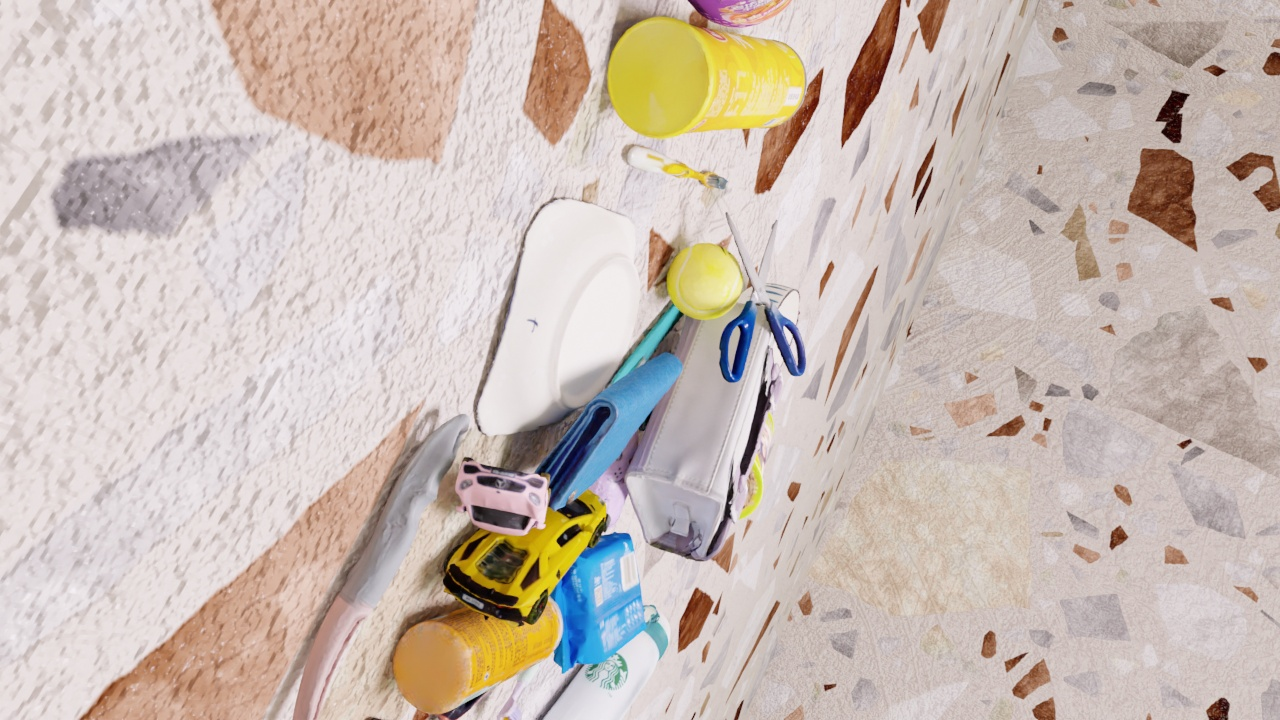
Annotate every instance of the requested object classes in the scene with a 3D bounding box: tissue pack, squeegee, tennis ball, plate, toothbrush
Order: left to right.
[{"bbox_3d":[-0.153,0.142,0.505,0.248,0.040,0.249,80,29,-75],"label":"squeegee"},{"bbox_3d":[-0.074,0.244,0.813,0.188,0.021,0.029,-54,161,-50],"label":"toothbrush"},{"bbox_3d":[-0.041,-0.024,0.629,0.163,0.034,0.164,-7,116,-67],"label":"plate"},{"bbox_3d":[-0.043,0.205,0.795,0.157,0.052,0.095,0,81,-70],"label":"tissue pack"},{"bbox_3d":[0.033,-0.147,0.713,0.191,0.018,0.016,-11,118,-66],"label":"toothbrush"},{"bbox_3d":[0.055,-0.067,0.781,0.065,0.065,0.066,-51,154,-38],"label":"tennis ball"}]

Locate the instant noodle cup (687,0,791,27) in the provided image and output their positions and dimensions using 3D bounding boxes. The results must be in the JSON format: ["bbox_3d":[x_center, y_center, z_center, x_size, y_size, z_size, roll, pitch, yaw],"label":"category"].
[{"bbox_3d":[0.057,-0.257,0.550,0.099,0.111,0.111,-2,112,-76],"label":"instant noodle cup"}]

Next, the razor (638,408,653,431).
[{"bbox_3d":[0.022,0.021,0.851,0.142,0.022,0.043,-37,138,-63],"label":"razor"}]

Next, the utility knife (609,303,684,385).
[{"bbox_3d":[-0.005,0.005,0.778,0.222,0.013,0.029,-51,155,-39],"label":"utility knife"}]

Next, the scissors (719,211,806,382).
[{"bbox_3d":[0.103,-0.046,0.777,0.162,0.012,0.172,44,52,-39],"label":"scissors"}]

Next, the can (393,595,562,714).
[{"bbox_3d":[-0.109,0.199,0.645,0.058,0.058,0.146,-70,160,3],"label":"can"}]

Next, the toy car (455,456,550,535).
[{"bbox_3d":[-0.084,0.086,0.563,0.122,0.056,0.037,109,-9,-73],"label":"toy car"}]

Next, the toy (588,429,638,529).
[{"bbox_3d":[-0.028,0.101,0.776,0.083,0.039,0.108,-19,127,-69],"label":"toy"}]

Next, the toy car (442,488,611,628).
[{"bbox_3d":[-0.075,0.124,0.639,0.155,0.071,0.041,-42,151,-55],"label":"toy car"}]

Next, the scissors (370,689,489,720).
[{"bbox_3d":[-0.150,0.281,0.688,0.226,0.015,0.189,-42,147,-49],"label":"scissors"}]

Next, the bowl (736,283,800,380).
[{"bbox_3d":[0.118,-0.031,0.977,0.116,0.066,0.117,-50,152,-40],"label":"bowl"}]

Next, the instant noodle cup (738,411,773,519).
[{"bbox_3d":[0.093,0.097,1.000,0.123,0.112,0.112,-52,155,-56],"label":"instant noodle cup"}]

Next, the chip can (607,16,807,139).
[{"bbox_3d":[0.056,-0.197,0.646,0.212,0.072,0.072,-29,137,-59],"label":"chip can"}]

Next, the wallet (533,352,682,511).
[{"bbox_3d":[-0.026,0.049,0.665,0.107,0.040,0.132,-53,171,25],"label":"wallet"}]

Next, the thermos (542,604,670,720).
[{"bbox_3d":[-0.039,0.342,0.956,0.223,0.073,0.073,-42,147,-51],"label":"thermos"}]

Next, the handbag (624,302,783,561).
[{"bbox_3d":[0.063,0.063,0.822,0.145,0.098,0.196,88,22,-56],"label":"handbag"}]
